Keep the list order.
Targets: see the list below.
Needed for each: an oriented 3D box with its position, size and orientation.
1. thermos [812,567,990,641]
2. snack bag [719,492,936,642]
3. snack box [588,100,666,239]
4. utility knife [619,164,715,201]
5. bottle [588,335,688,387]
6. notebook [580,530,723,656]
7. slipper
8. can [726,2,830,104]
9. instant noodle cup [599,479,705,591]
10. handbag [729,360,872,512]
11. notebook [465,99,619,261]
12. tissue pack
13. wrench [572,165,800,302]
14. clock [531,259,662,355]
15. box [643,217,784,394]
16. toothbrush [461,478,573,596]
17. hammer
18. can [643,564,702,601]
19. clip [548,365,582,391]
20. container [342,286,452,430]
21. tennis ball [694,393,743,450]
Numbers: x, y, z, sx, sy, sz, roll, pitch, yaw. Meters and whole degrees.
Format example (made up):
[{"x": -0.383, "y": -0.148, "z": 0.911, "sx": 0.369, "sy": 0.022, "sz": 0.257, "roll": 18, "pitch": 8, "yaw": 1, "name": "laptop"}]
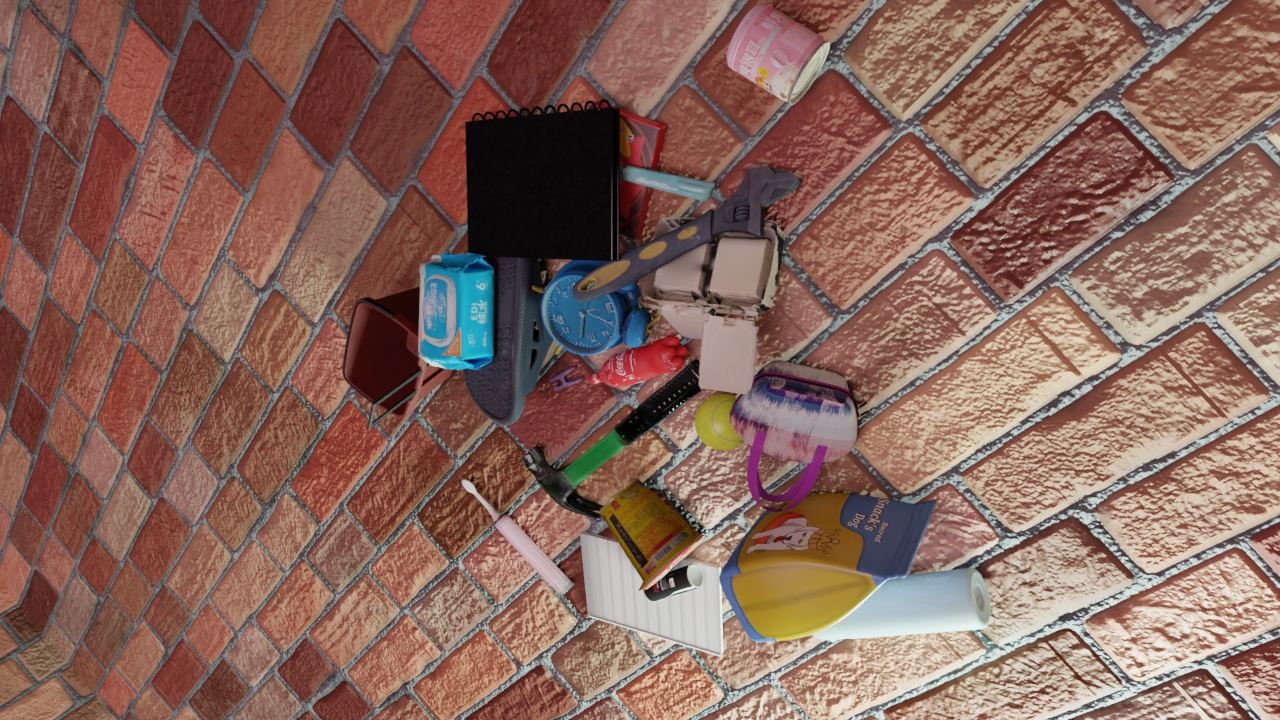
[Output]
[{"x": 0.284, "y": 0.279, "z": 1.044, "sx": 0.207, "sy": 0.065, "sz": 0.078, "roll": -17, "pitch": 119, "yaw": 35, "name": "thermos"}, {"x": 0.211, "y": 0.213, "z": 0.999, "sx": 0.206, "sy": 0.158, "sz": 0.102, "roll": -23, "pitch": 98, "yaw": 34, "name": "snack bag"}, {"x": -0.027, "y": -0.212, "z": 1.025, "sx": 0.089, "sy": 0.021, "sz": 0.133, "roll": 24, "pitch": 122, "yaw": 17, "name": "snack box"}, {"x": 0.003, "y": -0.199, "z": 0.992, "sx": 0.158, "sy": 0.015, "sz": 0.022, "roll": 16, "pitch": 98, "yaw": 14, "name": "utility knife"}, {"x": -0.007, "y": 0.006, "z": 1.102, "sx": 0.142, "sy": 0.041, "sz": 0.042, "roll": -18, "pitch": 102, "yaw": 37, "name": "bottle"}, {"x": 0.014, "y": 0.318, "z": 1.257, "sx": 0.210, "sy": 0.009, "sz": 0.143, "roll": 9, "pitch": 115, "yaw": 27, "name": "notebook"}, {"x": -0.160, "y": -0.056, "z": 1.152, "sx": 0.111, "sy": 0.083, "sz": 0.268, "roll": 11, "pitch": 100, "yaw": 39, "name": "slipper"}, {"x": 0.129, "y": -0.291, "z": 0.869, "sx": 0.076, "sy": 0.067, "sz": 0.067, "roll": 36, "pitch": 125, "yaw": 11, "name": "can"}, {"x": 0.010, "y": 0.213, "z": 1.166, "sx": 0.112, "sy": 0.100, "sz": 0.101, "roll": 49, "pitch": 128, "yaw": 15, "name": "instant noodle cup"}, {"x": 0.165, "y": 0.093, "z": 1.015, "sx": 0.144, "sy": 0.067, "sz": 0.170, "roll": 13, "pitch": 119, "yaw": 4, "name": "handbag"}, {"x": -0.116, "y": -0.201, "z": 1.041, "sx": 0.232, "sy": 0.019, "sz": 0.169, "roll": 7, "pitch": 101, "yaw": 38, "name": "notebook"}, {"x": -0.226, "y": -0.060, "z": 1.114, "sx": 0.093, "sy": 0.061, "sz": 0.144, "roll": 4, "pitch": 94, "yaw": 42, "name": "tissue pack"}, {"x": 0.043, "y": -0.128, "z": 0.972, "sx": 0.274, "sy": 0.022, "sz": 0.073, "roll": -25, "pitch": 69, "yaw": 20, "name": "wrench"}, {"x": -0.046, "y": -0.066, "z": 1.079, "sx": 0.162, "sy": 0.060, "sz": 0.117, "roll": -12, "pitch": 106, "yaw": 29, "name": "clock"}, {"x": 0.084, "y": -0.064, "z": 1.003, "sx": 0.145, "sy": 0.100, "sz": 0.186, "roll": 9, "pitch": 96, "yaw": 29, "name": "box"}, {"x": -0.182, "y": 0.253, "z": 1.332, "sx": 0.027, "sy": 0.026, "sz": 0.222, "roll": -44, "pitch": 84, "yaw": -7, "name": "toothbrush"}, {"x": -0.023, "y": 0.097, "z": 1.163, "sx": 0.130, "sy": 0.032, "sz": 0.320, "roll": 50, "pitch": 126, "yaw": 2, "name": "hammer"}, {"x": 0.042, "y": 0.292, "z": 1.202, "sx": 0.081, "sy": 0.031, "sz": 0.031, "roll": -29, "pitch": 96, "yaw": 36, "name": "can"}, {"x": -0.097, "y": 0.025, "z": 1.184, "sx": 0.052, "sy": 0.013, "sz": 0.036, "roll": -28, "pitch": 95, "yaw": 39, "name": "clip"}, {"x": -0.327, "y": -0.001, "z": 1.189, "sx": 0.127, "sy": 0.200, "sz": 0.148, "roll": 32, "pitch": 124, "yaw": 14, "name": "container"}, {"x": 0.095, "y": 0.071, "z": 1.058, "sx": 0.065, "sy": 0.065, "sz": 0.065, "roll": 13, "pitch": 118, "yaw": 25, "name": "tennis ball"}]
